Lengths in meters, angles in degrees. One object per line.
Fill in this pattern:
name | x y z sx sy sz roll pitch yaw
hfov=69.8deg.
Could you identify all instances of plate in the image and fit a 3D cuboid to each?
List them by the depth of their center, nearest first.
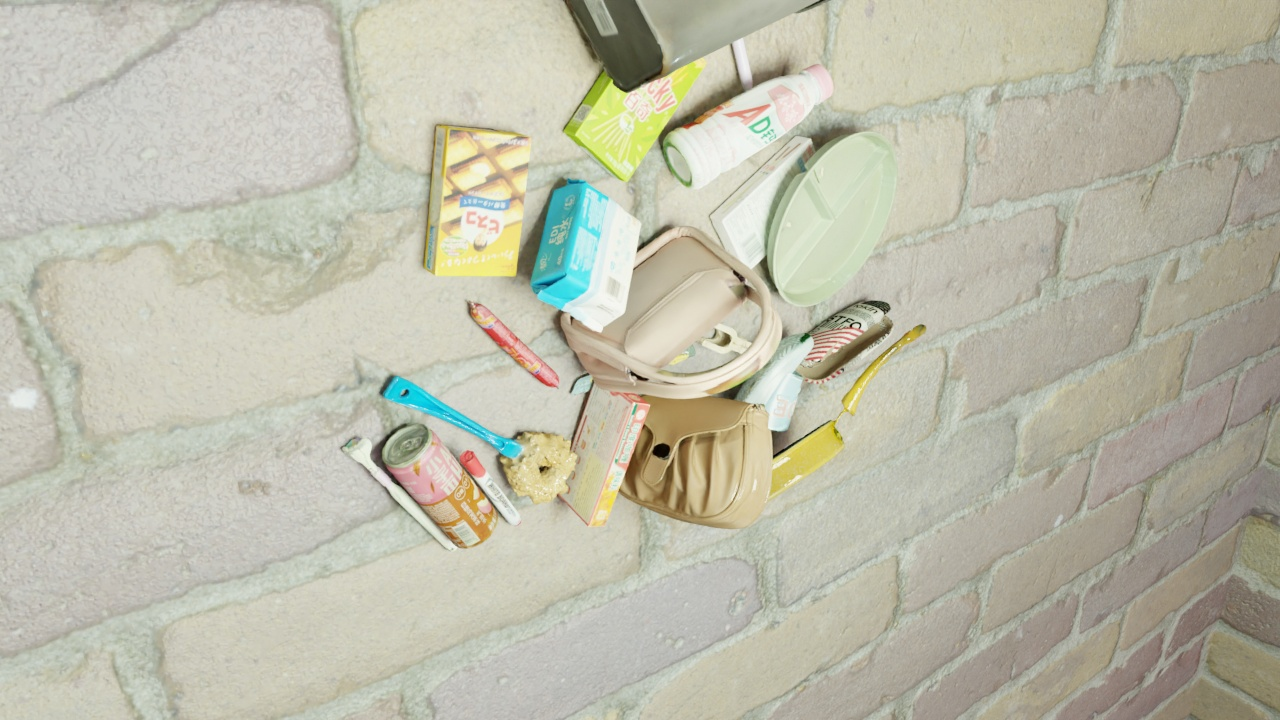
plate | 0.237 -0.175 1.136 0.229 0.027 0.231 -28 137 -30

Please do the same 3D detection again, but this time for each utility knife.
utility knife | -0.006 0.006 1.077 0.176 0.019 0.031 -17 115 -25

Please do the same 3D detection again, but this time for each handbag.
handbag | 0.046 -0.036 0.947 0.193 0.234 0.093 -41 124 -14
handbag | 0.054 0.107 1.043 0.099 0.205 0.147 23 79 -42

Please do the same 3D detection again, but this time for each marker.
marker | -0.160 0.141 0.996 0.017 0.017 0.145 -41 142 -15

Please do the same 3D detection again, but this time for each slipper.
slipper | 0.149 0.072 1.154 0.074 0.104 0.245 33 93 1

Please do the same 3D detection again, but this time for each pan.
pan | 0.224 0.084 1.154 0.358 0.078 0.197 -35 172 8

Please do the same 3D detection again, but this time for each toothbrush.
toothbrush | -0.243 0.144 0.956 0.029 0.020 0.189 -24 129 10
toothbrush | 0.114 -0.326 1.013 0.029 0.021 0.189 -15 122 6

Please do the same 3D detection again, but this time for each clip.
clip | 0.113 -0.021 1.119 0.103 0.076 0.034 22 95 -29

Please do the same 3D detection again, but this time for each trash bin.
trash bin | 0.053 -0.370 0.831 0.219 0.199 0.199 -34 106 -11

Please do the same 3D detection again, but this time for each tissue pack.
tissue pack | -0.057 -0.107 0.930 0.090 0.063 0.139 30 61 -40

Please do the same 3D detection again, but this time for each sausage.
sausage | -0.132 -0.013 0.969 0.020 0.020 0.156 -50 130 -8

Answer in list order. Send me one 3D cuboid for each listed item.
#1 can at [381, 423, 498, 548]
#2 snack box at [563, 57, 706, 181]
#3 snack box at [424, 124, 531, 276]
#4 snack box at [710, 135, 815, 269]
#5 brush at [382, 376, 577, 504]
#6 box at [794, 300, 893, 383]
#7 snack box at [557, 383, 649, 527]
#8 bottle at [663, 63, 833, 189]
can | -0.205 0.132 0.949 0.057 0.058 0.147 -41 130 -16
snack box | -0.004 -0.273 0.944 0.085 0.026 0.156 37 86 -41
snack box | -0.157 -0.151 0.881 0.086 0.034 0.140 -3 113 -35
snack box | 0.158 -0.187 1.101 0.156 0.027 0.085 -44 130 -14
brush | -0.165 0.081 0.978 0.254 0.046 0.083 35 91 -37
box | 0.271 -0.021 1.237 0.163 0.075 0.076 -36 120 -21
snack box | -0.045 0.102 1.037 0.027 0.077 0.156 7 110 -40
bottle | 0.121 -0.259 0.999 0.196 0.068 0.068 -32 126 -12
